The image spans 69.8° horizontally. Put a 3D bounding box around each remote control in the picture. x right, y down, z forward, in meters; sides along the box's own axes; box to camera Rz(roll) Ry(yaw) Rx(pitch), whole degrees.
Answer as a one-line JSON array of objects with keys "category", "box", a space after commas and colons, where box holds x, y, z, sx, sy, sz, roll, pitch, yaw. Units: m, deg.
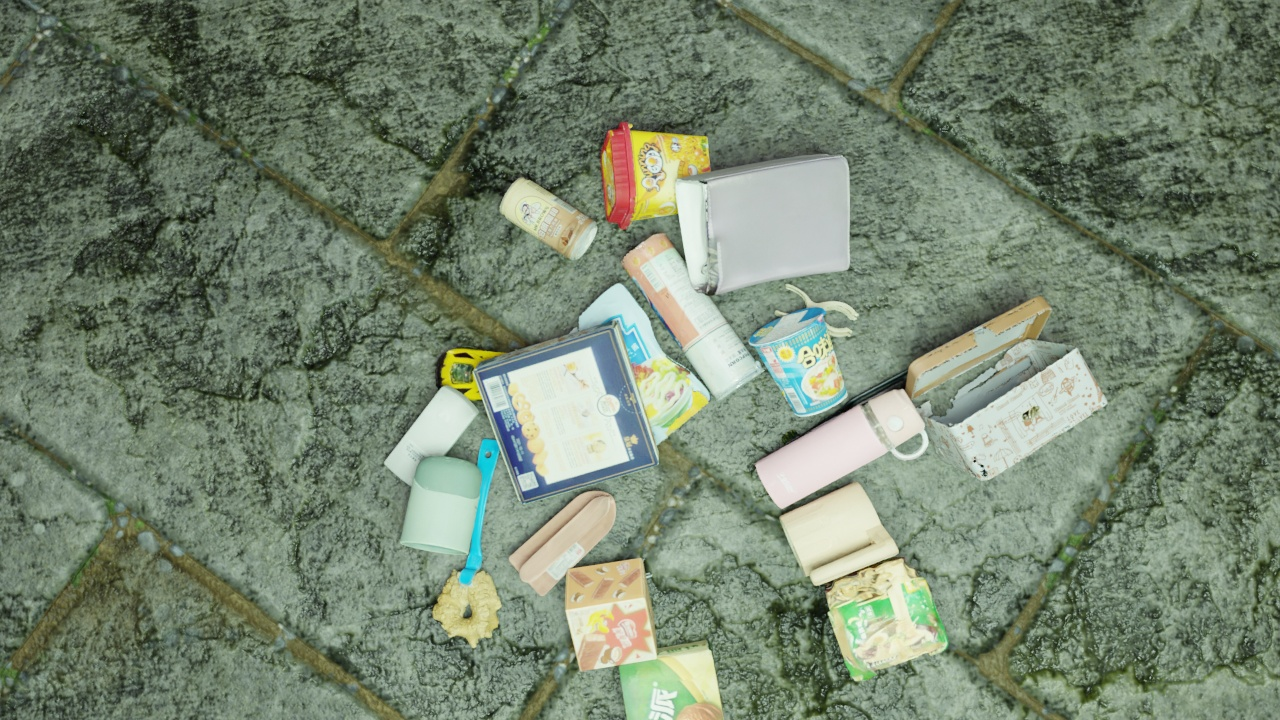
[{"category": "remote control", "box": [-0.261, 0.096, 1.147, 0.056, 0.019, 0.135, 39, 102, 0]}]

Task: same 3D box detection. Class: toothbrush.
[{"category": "toothbrush", "box": [0.273, 0.055, 1.146, 0.212, 0.026, 0.027, -27, 49, 0]}]

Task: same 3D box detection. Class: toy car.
[{"category": "toy car", "box": [-0.180, 0.019, 1.160, 0.156, 0.041, 0.071, 5, 84, 2]}]

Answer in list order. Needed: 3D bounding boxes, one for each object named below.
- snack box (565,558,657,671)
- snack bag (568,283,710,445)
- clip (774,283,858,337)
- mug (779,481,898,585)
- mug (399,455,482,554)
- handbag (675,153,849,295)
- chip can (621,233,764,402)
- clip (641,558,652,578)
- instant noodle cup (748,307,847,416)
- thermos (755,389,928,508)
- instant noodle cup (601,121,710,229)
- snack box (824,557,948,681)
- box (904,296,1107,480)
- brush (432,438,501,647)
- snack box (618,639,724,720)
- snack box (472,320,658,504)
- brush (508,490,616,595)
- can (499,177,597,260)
[{"category": "snack box", "box": [-0.035, 0.301, 1.088, 0.094, 0.077, 0.093, -9, 114, 1]}, {"category": "snack bag", "box": [-0.007, 0.007, 1.149, 0.110, 0.038, 0.191, -42, 85, 25]}, {"category": "clip", "box": [0.220, -0.052, 1.156, 0.103, 0.034, 0.076, 11, 84, 8]}, {"category": "mug", "box": [0.233, 0.211, 1.084, 0.103, 0.124, 0.084, -23, 113, 1]}, {"category": "mug", "box": [-0.243, 0.177, 1.115, 0.082, 0.112, 0.106, 14, 70, -20]}, {"category": "handbag", "box": [0.150, -0.165, 1.108, 0.196, 0.098, 0.145, -13, 104, -19]}, {"category": "chip can", "box": [0.063, -0.055, 1.142, 0.071, 0.071, 0.214, -34, 84, -2]}, {"category": "clip", "box": [-0.014, 0.269, 1.137, 0.056, 0.024, 0.028, -26, 87, -7]}, {"category": "instant noodle cup", "box": [0.198, 0.006, 1.115, 0.099, 0.099, 0.110, -26, 102, -1]}, {"category": "thermos", "box": [0.244, 0.112, 1.099, 0.199, 0.067, 0.087, -30, 96, 12]}, {"category": "instant noodle cup", "box": [0.020, -0.231, 1.149, 0.123, 0.116, 0.116, -4, 83, -10]}, {"category": "snack box", "box": [0.276, 0.292, 1.080, 0.118, 0.105, 0.117, -19, 87, 1]}, {"category": "box", "box": [0.412, 0.018, 1.085, 0.181, 0.148, 0.158, -32, 99, -1]}, {"category": "brush", "box": [-0.203, 0.224, 1.140, 0.083, 0.046, 0.254, 4, 80, 12]}, {"category": "snack box", "box": [0.049, 0.465, 1.091, 0.114, 0.063, 0.240, -9, 84, 2]}, {"category": "snack box", "box": [-0.088, 0.064, 1.118, 0.182, 0.045, 0.178, -17, 101, 5]}, {"category": "brush", "box": [-0.088, 0.216, 1.119, 0.145, 0.073, 0.063, -42, 83, -4]}, {"category": "can", "box": [-0.117, -0.180, 1.169, 0.116, 0.058, 0.058, 33, 86, 5]}]
